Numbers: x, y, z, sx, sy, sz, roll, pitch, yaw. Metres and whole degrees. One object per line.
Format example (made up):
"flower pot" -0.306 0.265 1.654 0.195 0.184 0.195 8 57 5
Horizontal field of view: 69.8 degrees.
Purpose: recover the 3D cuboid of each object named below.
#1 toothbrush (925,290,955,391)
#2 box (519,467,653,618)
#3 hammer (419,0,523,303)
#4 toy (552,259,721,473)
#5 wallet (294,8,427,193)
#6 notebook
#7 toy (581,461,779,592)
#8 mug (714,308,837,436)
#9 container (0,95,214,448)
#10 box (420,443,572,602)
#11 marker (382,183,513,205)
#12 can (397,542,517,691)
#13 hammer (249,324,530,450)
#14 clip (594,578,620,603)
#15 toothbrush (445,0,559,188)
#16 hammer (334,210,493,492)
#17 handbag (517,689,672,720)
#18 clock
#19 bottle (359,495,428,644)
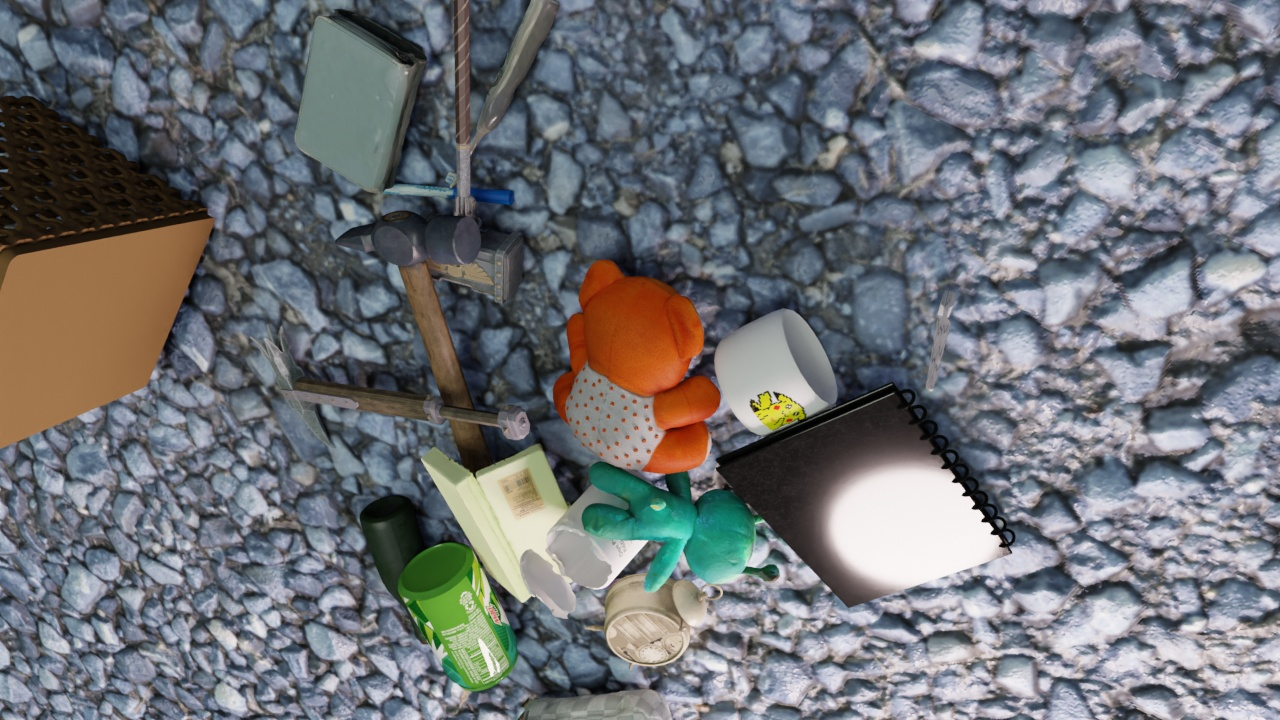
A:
"toothbrush" 0.216 -0.014 0.664 0.010 0.181 0.010 18 120 14
"box" -0.049 0.171 0.844 0.092 0.159 0.081 -20 106 43
"hammer" -0.142 -0.198 0.731 0.098 0.044 0.323 15 128 10
"toy" -0.005 0.005 0.791 0.164 0.092 0.173 27 122 27
"wallet" -0.239 -0.220 0.783 0.100 0.054 0.132 34 120 10
"notebook" 0.197 0.123 0.780 0.169 0.019 0.231 -27 124 25
"toy" 0.042 0.145 0.819 0.193 0.130 0.073 19 150 -16
"mug" 0.117 0.017 0.761 0.068 0.094 0.115 -28 125 27
"container" -0.578 -0.082 0.817 0.214 0.251 0.220 32 109 1
"box" -0.128 0.161 0.890 0.133 0.061 0.188 -4 131 14
"marker" -0.180 -0.150 0.819 0.142 0.013 0.013 7 115 14
"can" -0.187 0.268 0.957 0.083 0.082 0.144 -8 120 20
"hammer" -0.229 0.044 0.861 0.317 0.028 0.147 6 127 33
"clip" -0.029 0.232 0.943 0.045 0.014 0.051 33 121 -1
"toothbrush" -0.118 -0.219 0.764 0.024 0.022 0.186 25 120 -17
"hammer" -0.178 0.012 0.846 0.129 0.040 0.322 5 127 22
"handbag" -0.047 0.415 0.969 0.172 0.123 0.112 -16 93 21
"clock" 0.022 0.255 0.907 0.141 0.054 0.093 -32 113 25
"bottle" -0.251 0.232 0.987 0.055 0.055 0.174 -3 114 18
